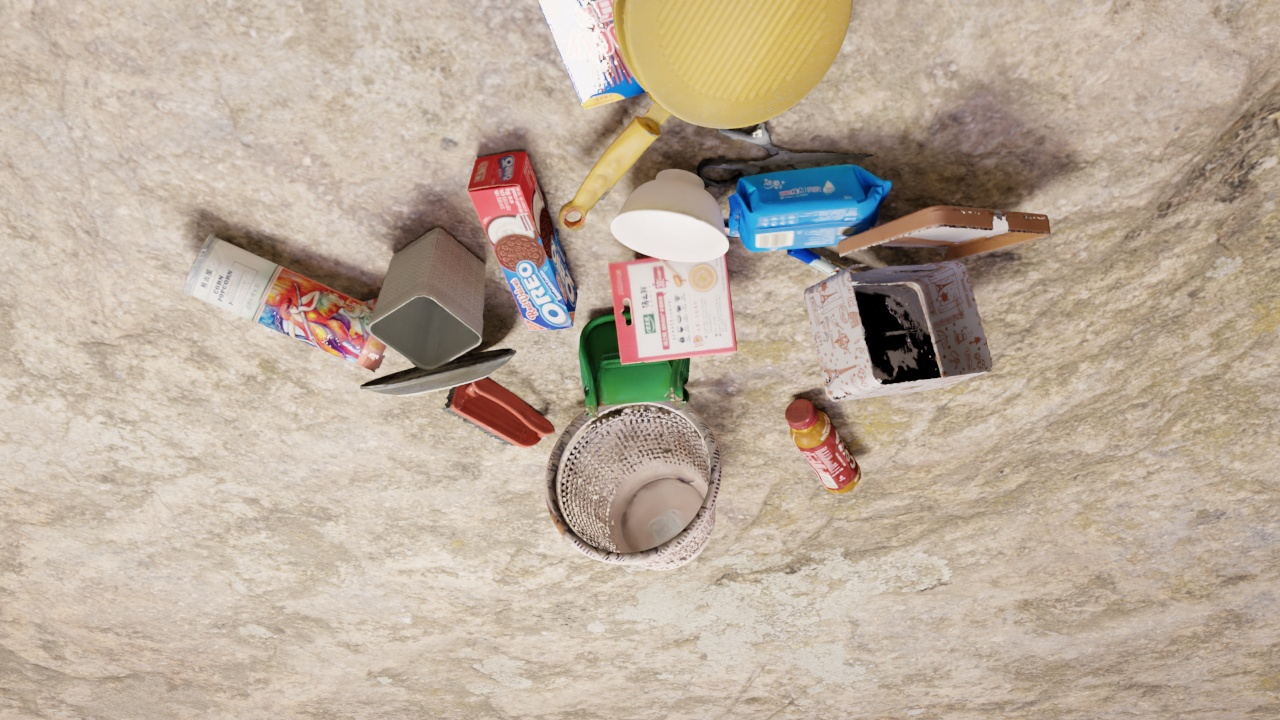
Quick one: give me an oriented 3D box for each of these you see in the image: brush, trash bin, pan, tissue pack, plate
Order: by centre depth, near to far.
[{"bbox_3d":[0.030,-0.239,0.798,0.197,0.078,0.358,24,118,-26],"label":"pan"},{"bbox_3d":[0.166,-0.153,0.919,0.157,0.052,0.095,-4,160,4],"label":"tissue pack"},{"bbox_3d":[-0.228,0.017,1.050,0.180,0.179,0.024,-12,97,13],"label":"plate"},{"bbox_3d":[-0.176,0.066,1.170,0.069,0.063,0.145,-18,139,38],"label":"brush"},{"bbox_3d":[0.011,0.181,1.212,0.228,0.227,0.192,-10,150,11],"label":"trash bin"}]

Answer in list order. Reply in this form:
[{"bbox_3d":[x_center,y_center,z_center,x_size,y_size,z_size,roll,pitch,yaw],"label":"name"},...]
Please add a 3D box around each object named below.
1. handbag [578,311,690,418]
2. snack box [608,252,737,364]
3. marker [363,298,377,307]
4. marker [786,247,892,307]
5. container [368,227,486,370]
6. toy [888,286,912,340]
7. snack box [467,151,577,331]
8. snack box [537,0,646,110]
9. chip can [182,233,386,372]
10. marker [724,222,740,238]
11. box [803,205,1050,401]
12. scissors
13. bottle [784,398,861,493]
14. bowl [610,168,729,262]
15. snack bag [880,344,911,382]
[{"bbox_3d":[-0.006,0.006,1.062,0.131,0.120,0.068,-7,145,4],"label":"handbag"},{"bbox_3d":[0.036,-0.059,0.999,0.127,0.044,0.113,-6,97,7],"label":"snack box"},{"bbox_3d":[-0.339,-0.056,1.064,0.145,0.017,0.017,-13,137,14],"label":"marker"},{"bbox_3d":[0.225,-0.094,1.017,0.145,0.016,0.017,25,133,-19],"label":"marker"},{"bbox_3d":[-0.221,-0.068,0.977,0.090,0.114,0.090,-26,133,26],"label":"container"},{"bbox_3d":[0.273,-0.035,1.079,0.108,0.038,0.084,-20,117,22],"label":"toy"},{"bbox_3d":[-0.118,-0.119,0.965,0.057,0.058,0.208,-6,139,10],"label":"snack box"},{"bbox_3d":[-0.035,-0.295,0.786,0.085,0.026,0.157,-13,137,12],"label":"snack box"},{"bbox_3d":[-0.376,-0.060,1.003,0.214,0.071,0.071,25,133,-19],"label":"chip can"},{"bbox_3d":[0.120,-0.137,0.979,0.124,0.015,0.018,5,137,-2],"label":"marker"},{"bbox_3d":[0.299,-0.059,0.921,0.182,0.157,0.193,-5,169,-30],"label":"box"},{"bbox_3d":[0.137,-0.201,0.906,0.160,0.014,0.170,-22,136,22],"label":"scissors"},{"bbox_3d":[0.244,0.115,1.235,0.058,0.057,0.175,-20,136,20],"label":"bottle"},{"bbox_3d":[0.034,-0.150,0.912,0.118,0.064,0.118,10,166,2],"label":"bowl"},{"bbox_3d":[0.301,0.008,1.137,0.048,0.026,0.104,36,128,-20],"label":"snack bag"}]
